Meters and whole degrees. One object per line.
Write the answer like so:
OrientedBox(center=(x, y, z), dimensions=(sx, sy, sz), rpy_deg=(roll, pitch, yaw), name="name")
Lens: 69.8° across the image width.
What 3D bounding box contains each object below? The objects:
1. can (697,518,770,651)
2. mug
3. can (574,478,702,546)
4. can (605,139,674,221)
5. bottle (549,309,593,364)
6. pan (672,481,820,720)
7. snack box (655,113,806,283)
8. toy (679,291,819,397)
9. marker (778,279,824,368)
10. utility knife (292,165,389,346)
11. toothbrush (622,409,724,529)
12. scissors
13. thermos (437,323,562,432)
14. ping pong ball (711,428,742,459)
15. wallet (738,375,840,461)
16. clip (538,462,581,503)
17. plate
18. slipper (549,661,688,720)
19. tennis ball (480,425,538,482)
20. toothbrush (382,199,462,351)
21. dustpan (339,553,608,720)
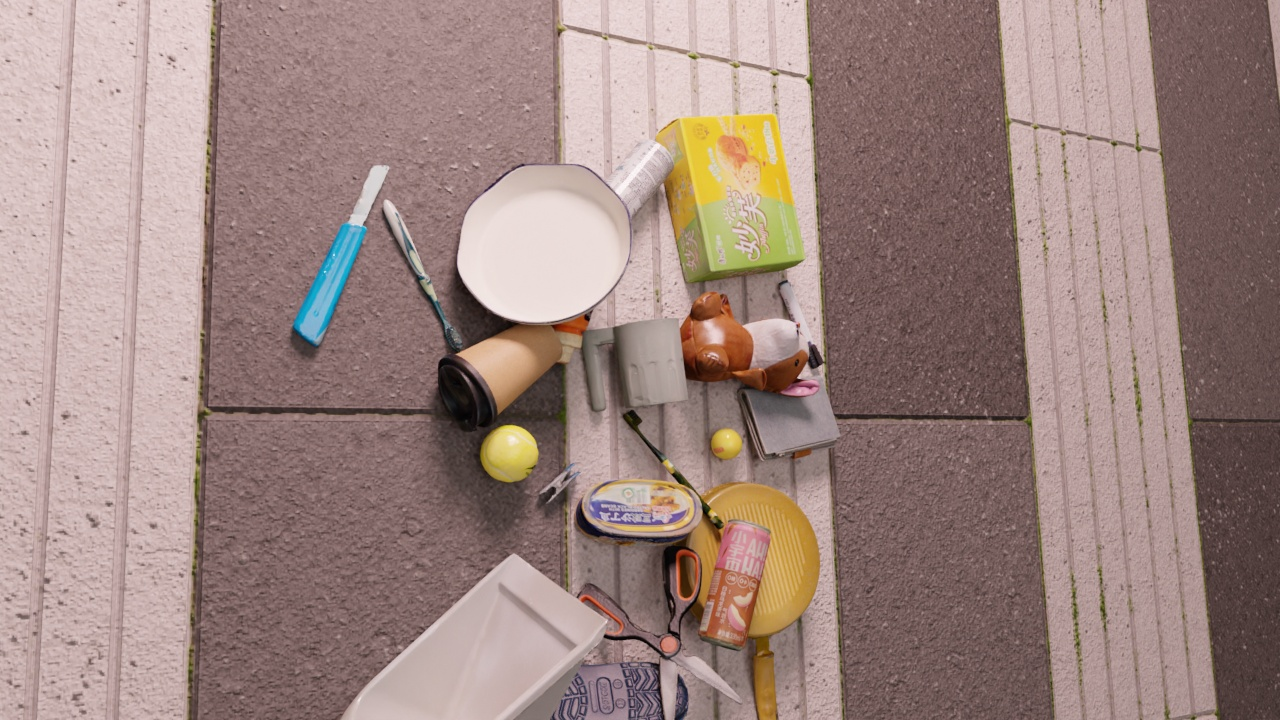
OrientedBox(center=(0.114, 0.268, 1.100), dimensions=(0.058, 0.058, 0.147), rpy_deg=(25, 70, -21), name="can")
OrientedBox(center=(-0.007, 0.007, 1.131), dimensions=(0.124, 0.083, 0.103), rpy_deg=(-9, 87, 0), name="mug")
OrientedBox(center=(-0.002, 0.181, 1.097), dimensions=(0.148, 0.049, 0.074), rpy_deg=(5, 68, -12), name="can")
OrientedBox(center=(-0.019, -0.212, 1.159), dimensions=(0.058, 0.058, 0.146), rpy_deg=(43, 67, -15), name="can")
OrientedBox(center=(-0.083, -0.069, 1.108), dimensions=(0.066, 0.067, 0.149), rpy_deg=(11, 85, -25), name="bottle")
OrientedBox(center=(0.148, 0.333, 1.173), dimensions=(0.197, 0.078, 0.357), rpy_deg=(-9, 81, -22), name="pan")
OrientedBox(center=(0.121, -0.217, 1.222), dimensions=(0.157, 0.070, 0.210), rpy_deg=(-10, 87, -28), name="snack box")
OrientedBox(center=(0.145, -0.019, 1.185), dimensions=(0.199, 0.131, 0.140), rpy_deg=(15, 59, -32), name="toy")
OrientedBox(center=(0.224, -0.051, 1.277), dimensions=(0.018, 0.023, 0.131), rpy_deg=(-26, 96, -38), name="marker")
OrientedBox(center=(-0.327, -0.122, 1.015), dimensions=(0.034, 0.018, 0.222), rpy_deg=(25, 74, -20), name="utility knife")
OrientedBox(center=(0.043, 0.135, 1.140), dimensions=(0.017, 0.012, 0.186), rpy_deg=(-37, 84, -33), name="toothbrush")
OrientedBox(center=(0.022, 0.312, 1.055), dimensions=(0.232, 0.022, 0.220), rpy_deg=(12, 54, 16), name="scissors")
OrientedBox(center=(-0.160, 0.010, 1.046), dimensions=(0.142, 0.093, 0.093), rpy_deg=(-36, 99, -34), name="thermos")
OrientedBox(center=(0.112, 0.108, 1.188), dimensions=(0.040, 0.040, 0.040), rpy_deg=(4, 81, -26), name="ping pong ball")
OrientedBox(center=(0.202, 0.080, 1.240), dimensions=(0.129, 0.037, 0.106), rpy_deg=(-9, 76, -28), name="wallet")
OrientedBox(center=(-0.095, 0.146, 1.091), dimensions=(0.057, 0.026, 0.036), rpy_deg=(-41, 94, -20), name="clip")
OrientedBox(center=(-0.108, -0.131, 1.061), dimensions=(0.205, 0.045, 0.204), rpy_deg=(-3, 70, 8), name="plate")
OrientedBox(center=(-0.071, 0.403, 1.033), dimensions=(0.252, 0.105, 0.095), rpy_deg=(-8, 130, -13), name="slipper")
OrientedBox(center=(-0.149, 0.106, 1.046), dimensions=(0.065, 0.066, 0.065), rpy_deg=(4, 81, -26), name="tennis ball")
OrientedBox(center=(-0.249, -0.097, 1.052), dimensions=(0.016, 0.018, 0.191), rpy_deg=(-28, 96, -26), name="toothbrush")
OrientedBox(center=(-0.191, 0.323, 0.914), dimensions=(0.142, 0.223, 0.257), rpy_deg=(29, 82, -33), name="dustpan")
